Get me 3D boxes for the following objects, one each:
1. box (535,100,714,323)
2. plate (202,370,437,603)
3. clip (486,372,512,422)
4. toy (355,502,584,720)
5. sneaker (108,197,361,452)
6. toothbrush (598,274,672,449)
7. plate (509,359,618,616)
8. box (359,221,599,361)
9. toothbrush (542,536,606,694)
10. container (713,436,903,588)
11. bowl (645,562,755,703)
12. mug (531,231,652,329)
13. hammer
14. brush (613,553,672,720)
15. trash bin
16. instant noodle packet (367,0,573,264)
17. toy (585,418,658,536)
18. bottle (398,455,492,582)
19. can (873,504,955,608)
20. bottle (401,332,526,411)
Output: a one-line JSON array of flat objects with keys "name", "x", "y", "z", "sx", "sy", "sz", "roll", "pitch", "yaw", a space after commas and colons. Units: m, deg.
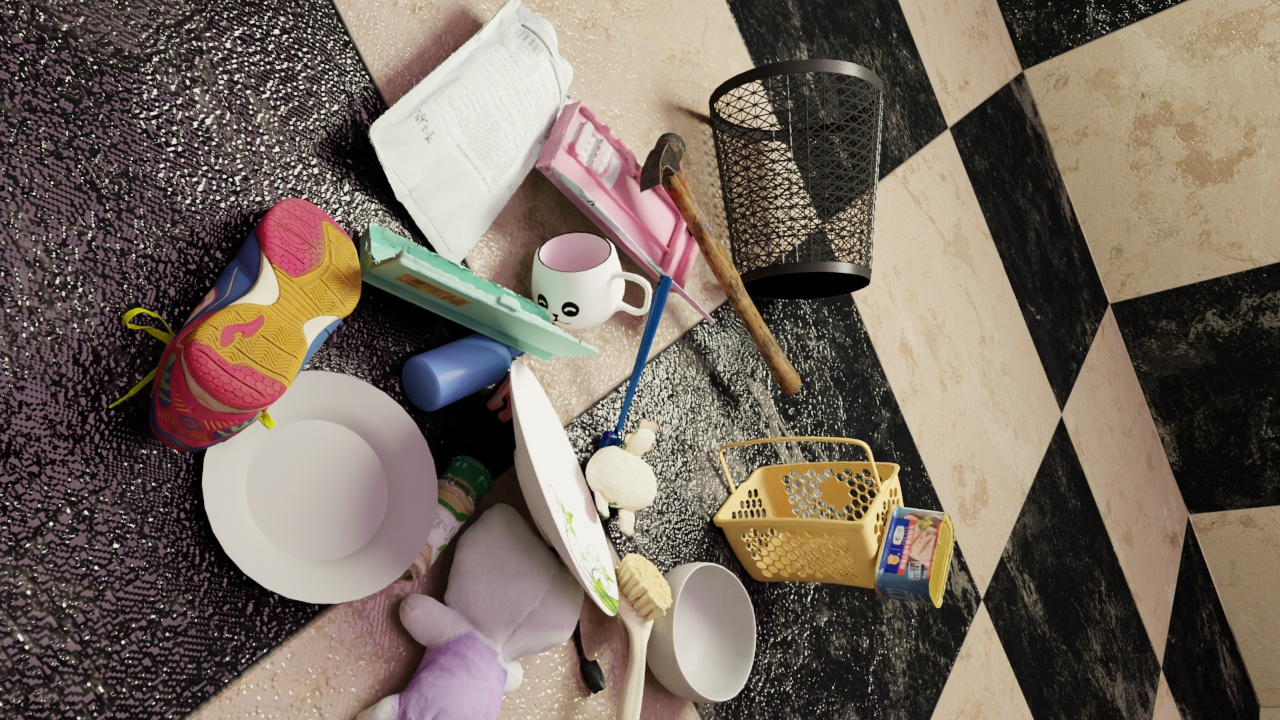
[{"name": "box", "x": -0.013, "y": -0.144, "z": 0.969, "sx": 0.233, "sy": 0.075, "sz": 0.172, "roll": 41, "pitch": 32, "yaw": -38}, {"name": "plate", "x": -0.233, "y": 0.092, "z": 0.676, "sx": 0.172, "sy": 0.019, "sz": 0.172, "roll": 19, "pitch": 59, "yaw": -34}, {"name": "clip", "x": -0.114, "y": 0.035, "z": 0.844, "sx": 0.059, "sy": 0.023, "sz": 0.041, "roll": -50, "pitch": 118, "yaw": -39}, {"name": "toy", "x": -0.124, "y": 0.222, "z": 0.723, "sx": 0.137, "sy": 0.086, "sz": 0.208, "roll": 47, "pitch": 52, "yaw": -26}, {"name": "sneaker", "x": -0.276, "y": -0.033, "z": 0.644, "sx": 0.116, "sy": 0.091, "sz": 0.241, "roll": 38, "pitch": 29, "yaw": -22}, {"name": "toothbrush", "x": -0.005, "y": 0.005, "z": 0.913, "sx": 0.017, "sy": 0.016, "sz": 0.190, "roll": 14, "pitch": 96, "yaw": -37}, {"name": "plate", "x": -0.076, "y": 0.111, "z": 0.780, "sx": 0.229, "sy": 0.030, "sz": 0.229, "roll": -19, "pitch": 87, "yaw": -88}, {"name": "box", "x": -0.137, "y": -0.048, "z": 0.762, "sx": 0.187, "sy": 0.138, "sz": 0.056, "roll": 25, "pitch": 99, "yaw": -31}, {"name": "toothbrush", "x": -0.066, "y": 0.215, "z": 0.840, "sx": 0.014, "sy": 0.017, "sz": 0.188, "roll": -17, "pitch": 89, "yaw": -59}, {"name": "container", "x": 0.187, "y": 0.155, "z": 1.016, "sx": 0.128, "sy": 0.184, "sz": 0.167, "roll": -42, "pitch": 117, "yaw": -46}, {"name": "bowl", "x": 0.051, "y": 0.271, "z": 0.914, "sx": 0.131, "sy": 0.065, "sz": 0.131, "roll": 19, "pitch": 64, "yaw": -44}, {"name": "mug", "x": -0.045, "y": -0.070, "z": 0.882, "sx": 0.090, "sy": 0.124, "sz": 0.076, "roll": -55, "pitch": 152, "yaw": -43}, {"name": "hammer", "x": 0.096, "y": -0.088, "z": 1.017, "sx": 0.330, "sy": 0.033, "sz": 0.119, "roll": 57, "pitch": 29, "yaw": -23}, {"name": "brush", "x": -0.012, "y": 0.299, "z": 0.802, "sx": 0.062, "sy": 0.078, "sz": 0.271, "roll": 25, "pitch": 51, "yaw": -27}, {"name": "trash bin", "x": 0.198, "y": -0.211, "z": 1.146, "sx": 0.216, "sy": 0.217, "sz": 0.243, "roll": 7, "pitch": 79, "yaw": -47}, {"name": "instant noodle packet", "x": -0.150, "y": -0.225, "z": 0.870, "sx": 0.147, "sy": 0.057, "sz": 0.268, "roll": 60, "pitch": 44, "yaw": -35}, {"name": "toy", "x": -0.016, "y": 0.113, "z": 0.903, "sx": 0.087, "sy": 0.050, "sz": 0.112, "roll": 31, "pitch": 62, "yaw": -40}, {"name": "bottle", "x": -0.164, "y": 0.126, "z": 0.739, "sx": 0.042, "sy": 0.043, "sz": 0.109, "roll": 54, "pitch": 45, "yaw": -21}, {"name": "can", "x": 0.283, "y": 0.200, "z": 0.945, "sx": 0.054, "sy": 0.059, "sz": 0.099, "roll": 53, "pitch": 49, "yaw": -43}, {"name": "bottle", "x": -0.143, "y": 0.001, "z": 0.800, "sx": 0.130, "sy": 0.048, "sz": 0.048, "roll": -27, "pitch": 98, "yaw": -49}]
